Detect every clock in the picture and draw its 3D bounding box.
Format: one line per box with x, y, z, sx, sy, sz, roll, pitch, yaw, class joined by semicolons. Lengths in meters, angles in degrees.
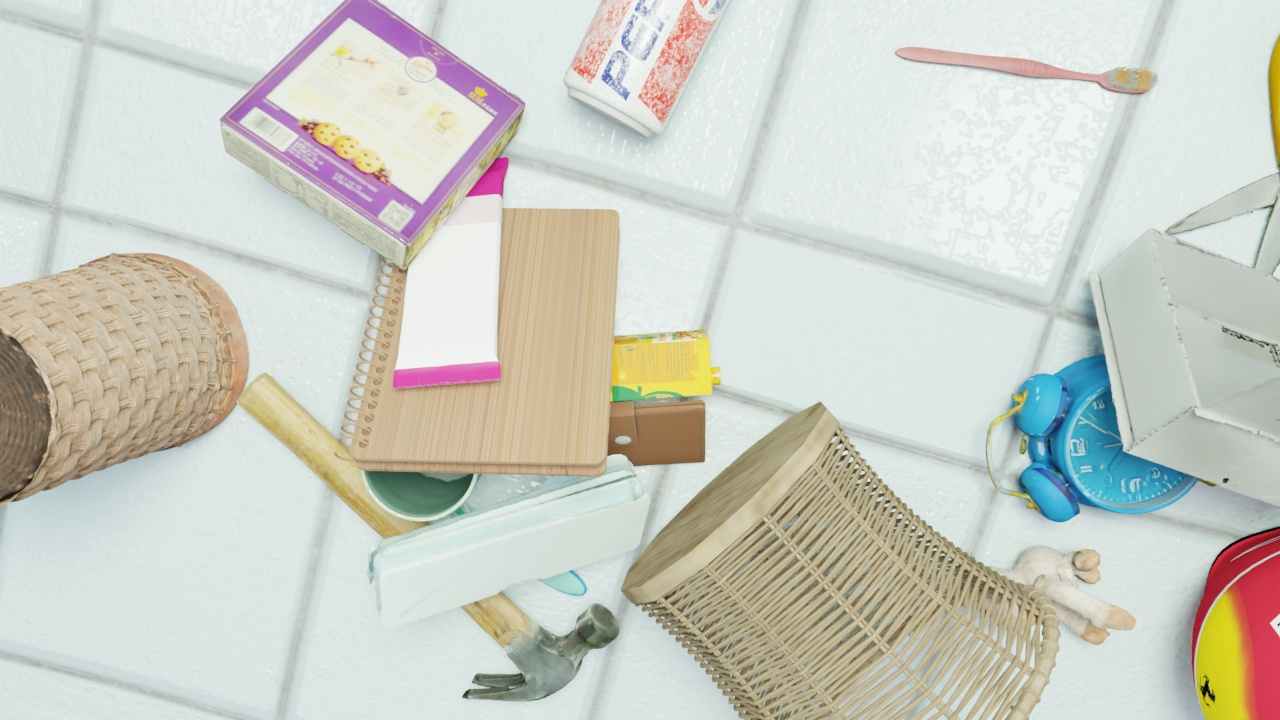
0.333;0.060;0.673;0.161;0.060;0.117;-11;98;4;clock

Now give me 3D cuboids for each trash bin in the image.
-0.378;0.006;0.609;0.151;0.210;0.151;0;99;1;trash bin

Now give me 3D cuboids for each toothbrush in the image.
0.275;-0.210;0.656;0.184;0.015;0.015;8;93;2;toothbrush
-0.099;0.147;0.720;0.135;0.017;0.022;35;98;-4;toothbrush

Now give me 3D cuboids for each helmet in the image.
0.524;0.212;0.611;0.271;0.224;0.198;-8;99;4;helmet

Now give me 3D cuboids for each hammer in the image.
-0.177;0.136;0.704;0.330;0.033;0.132;44;111;-3;hammer

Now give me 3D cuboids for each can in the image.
0.009;-0.228;0.628;0.078;0.078;0.136;28;99;-3;can

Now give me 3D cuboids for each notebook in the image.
-0.103;-0.021;0.623;0.169;0.022;0.210;1;56;2;notebook

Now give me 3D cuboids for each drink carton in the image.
-0.004;0.004;0.674;0.122;0.058;0.041;-3;99;2;drink carton

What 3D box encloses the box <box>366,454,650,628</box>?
-0.089;0.126;0.643;0.198;0.085;0.070;-14;76;-24;box

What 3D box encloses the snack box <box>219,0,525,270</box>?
-0.178;-0.160;0.626;0.143;0.041;0.147;34;64;-4;snack box

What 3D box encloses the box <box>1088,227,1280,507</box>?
0.403;0.037;0.485;0.167;0.412;0.149;18;102;-8;box

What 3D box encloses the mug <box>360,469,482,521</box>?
-0.132;0.060;0.664;0.111;0.104;0.084;1;99;2;mug

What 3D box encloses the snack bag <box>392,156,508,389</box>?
-0.127;-0.066;0.629;0.070;0.016;0.196;-6;56;3;snack bag

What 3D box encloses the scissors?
0.495;-0.140;0.659;0.226;0.016;0.225;11;100;0;scissors

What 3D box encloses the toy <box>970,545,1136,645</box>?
0.300;0.176;0.685;0.106;0.085;0.074;-2;78;11;toy

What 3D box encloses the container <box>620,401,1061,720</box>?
0.122;0.163;0.621;0.227;0.226;0.196;-43;89;7;container

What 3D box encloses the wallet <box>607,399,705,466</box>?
-0.012;0.058;0.679;0.121;0.087;0.013;-4;56;2;wallet
